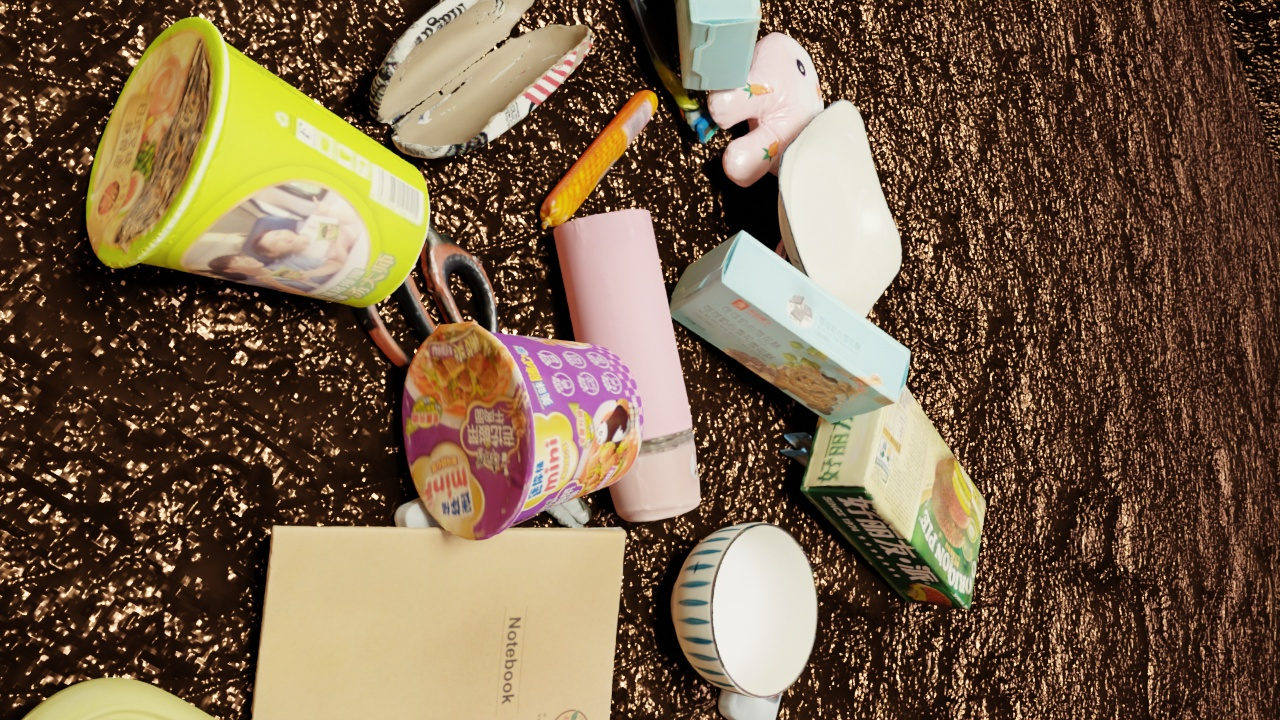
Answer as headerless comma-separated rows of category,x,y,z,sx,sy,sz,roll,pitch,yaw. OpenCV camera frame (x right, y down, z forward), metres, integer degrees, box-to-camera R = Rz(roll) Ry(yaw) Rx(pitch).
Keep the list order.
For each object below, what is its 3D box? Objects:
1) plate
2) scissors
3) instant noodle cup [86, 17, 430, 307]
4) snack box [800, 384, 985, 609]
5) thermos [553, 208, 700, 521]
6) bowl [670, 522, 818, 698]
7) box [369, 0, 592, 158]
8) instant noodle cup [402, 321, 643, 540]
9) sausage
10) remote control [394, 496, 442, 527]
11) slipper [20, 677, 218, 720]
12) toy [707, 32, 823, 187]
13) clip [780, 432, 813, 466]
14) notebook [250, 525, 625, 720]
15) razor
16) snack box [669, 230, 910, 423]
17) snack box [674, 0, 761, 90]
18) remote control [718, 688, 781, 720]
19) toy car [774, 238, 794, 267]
plate,0.156,-0.116,0.751,0.163,0.034,0.164,-45,119,-42
scissors,-0.084,0.013,0.558,0.208,0.015,0.185,21,69,-41
instant noodle cup,-0.171,-0.078,0.432,0.123,0.112,0.111,22,68,-50
snack box,0.230,0.118,0.804,0.240,0.063,0.114,45,54,-39
thermos,-0.004,0.004,0.613,0.087,0.067,0.198,-21,98,-75
bowl,0.065,0.173,0.644,0.116,0.066,0.116,10,75,-43
box,-0.098,-0.188,0.543,0.162,0.076,0.087,-53,139,-34
instant noodle cup,-0.058,0.034,0.501,0.099,0.112,0.111,-4,86,-46
sausage,-0.027,-0.143,0.640,0.021,0.022,0.164,52,51,-25
remote control,-0.100,0.135,0.516,0.048,0.024,0.125,-18,97,-43
slipper,-0.175,0.207,0.381,0.190,0.082,0.091,44,68,-24
toy,0.108,-0.203,0.759,0.159,0.054,0.121,-42,121,-45
clip,0.143,0.079,0.769,0.058,0.026,0.038,38,55,-37
notebook,-0.099,0.163,0.492,0.207,0.008,0.147,8,85,-36
razor,0.017,-0.232,0.700,0.143,0.022,0.042,59,34,-20
snack box,0.113,-0.021,0.690,0.175,0.074,0.051,32,62,-18
snack box,0.051,-0.294,0.681,0.051,0.074,0.174,-2,69,-3
remote control,0.097,0.213,0.703,0.056,0.020,0.135,43,55,-33
toy car,0.151,-0.060,0.794,0.122,0.037,0.056,41,58,-37
